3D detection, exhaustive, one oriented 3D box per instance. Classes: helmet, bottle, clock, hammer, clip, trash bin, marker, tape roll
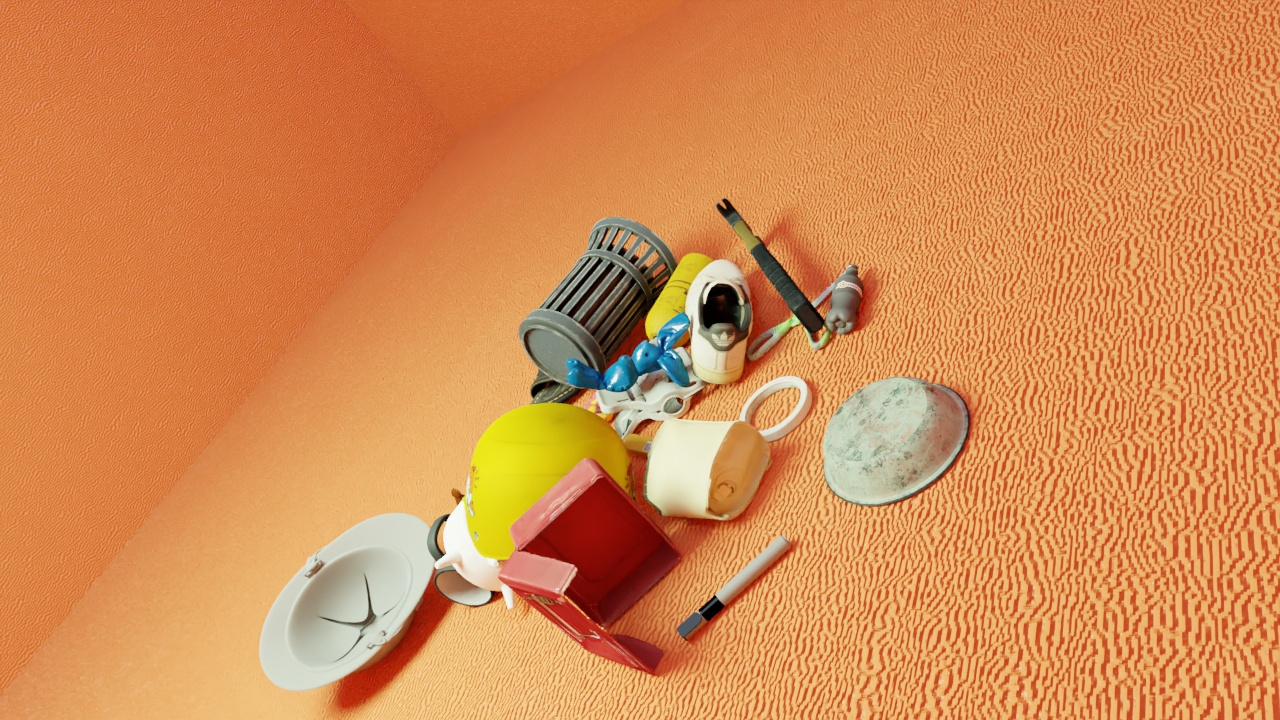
[{"bbox_3d":[-0.375,0.343,1.253,0.183,0.118,0.270,34,69,31],"label":"helmet"},{"bbox_3d":[0.252,-0.078,1.122,0.036,0.036,0.109,-19,34,37],"label":"bottle"},{"bbox_3d":[-0.106,0.118,1.090,0.209,0.140,0.239,-1,30,-11],"label":"helmet"},{"bbox_3d":[0.058,-0.077,1.343,0.071,0.071,0.163,-9,41,47],"label":"bottle"},{"bbox_3d":[-0.173,0.213,1.140,0.073,0.125,0.160,-49,14,33],"label":"clock"},{"bbox_3d":[0.170,-0.133,1.233,0.025,0.118,0.332,-38,29,10],"label":"hammer"},{"bbox_3d":[0.015,0.043,1.242,0.143,0.073,0.124,-33,25,2],"label":"clip"},{"bbox_3d":[-0.066,-0.082,1.388,0.165,0.164,0.226,-8,37,48],"label":"trash bin"},{"bbox_3d":[0.093,0.224,0.905,0.140,0.016,0.016,-42,26,-1],"label":"marker"},{"bbox_3d":[0.157,0.057,1.072,0.093,0.013,0.092,-31,29,19],"label":"tape roll"}]

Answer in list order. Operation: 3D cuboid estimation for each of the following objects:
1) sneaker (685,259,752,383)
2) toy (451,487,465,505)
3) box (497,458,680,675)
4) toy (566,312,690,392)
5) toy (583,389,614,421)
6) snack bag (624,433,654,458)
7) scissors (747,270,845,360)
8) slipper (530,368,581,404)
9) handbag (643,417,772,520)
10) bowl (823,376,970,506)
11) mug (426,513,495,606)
[{"bbox_3d":[0.104,-0.079,1.224,0.089,0.102,0.240,2,40,3],"label":"sneaker"},{"bbox_3d":[-0.204,0.198,1.249,0.090,0.103,0.070,-28,27,38],"label":"toy"},{"bbox_3d":[-0.040,0.206,0.956,0.154,0.157,0.168,-6,44,46],"label":"box"},{"bbox_3d":[-0.007,0.007,1.193,0.176,0.071,0.112,-18,38,-1],"label":"toy"},{"bbox_3d":[-0.053,0.059,1.321,0.103,0.046,0.084,-51,7,-24],"label":"toy"},{"bbox_3d":[0.008,0.112,1.181,0.099,0.020,0.026,3,58,55],"label":"snack bag"},{"bbox_3d":[0.202,-0.056,1.181,0.174,0.022,0.171,-39,23,17],"label":"scissors"},{"bbox_3d":[-0.115,-0.025,1.488,0.113,0.076,0.267,-18,35,40],"label":"slipper"},{"bbox_3d":[0.068,0.123,1.025,0.119,0.081,0.111,-3,53,49],"label":"handbag"},{"bbox_3d":[0.242,0.070,0.910,0.158,0.038,0.157,-32,28,19],"label":"bowl"},{"bbox_3d":[-0.227,0.249,1.186,0.078,0.113,0.087,-26,30,31],"label":"mug"}]
